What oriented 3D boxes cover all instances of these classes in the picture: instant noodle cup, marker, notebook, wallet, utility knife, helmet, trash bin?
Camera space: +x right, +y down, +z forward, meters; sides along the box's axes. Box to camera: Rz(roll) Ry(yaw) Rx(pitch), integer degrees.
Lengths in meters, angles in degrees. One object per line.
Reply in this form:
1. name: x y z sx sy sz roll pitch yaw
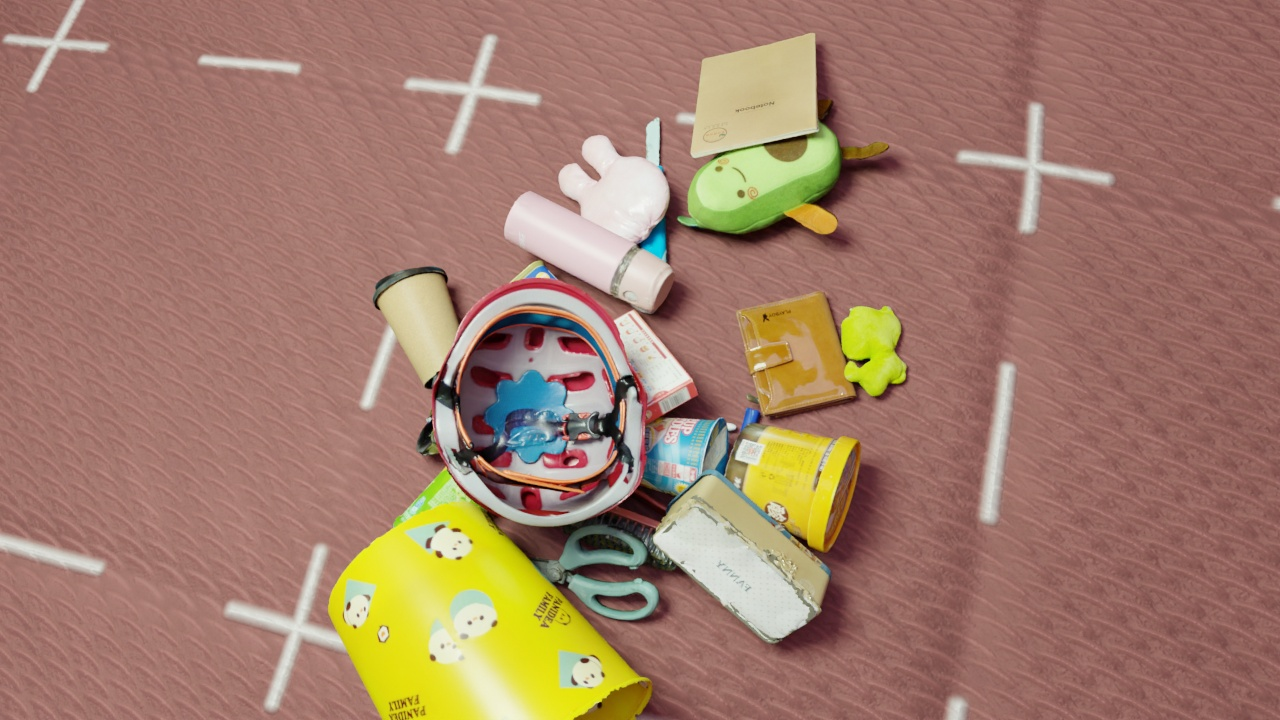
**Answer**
1. instant noodle cup: 0.028 0.102 0.983 0.110 0.099 0.099 8 72 20
2. marker: 0.103 0.121 1.000 0.017 0.017 0.145 15 74 14
3. instant noodle cup: 0.154 0.123 0.943 0.114 0.118 0.118 16 74 22
4. notebook: 0.139 -0.322 1.101 0.148 0.008 0.207 -8 46 18
5. wallet: 0.166 -0.005 1.029 0.119 0.035 0.130 -12 69 -2
6. utility knife: 0.016 -0.205 1.129 0.034 0.018 0.217 -7 69 21
7. helmet: -0.106 0.052 0.925 0.206 0.144 0.239 1 74 -15
8. trash bin: -0.155 0.289 0.883 0.229 0.230 0.255 -41 64 -6

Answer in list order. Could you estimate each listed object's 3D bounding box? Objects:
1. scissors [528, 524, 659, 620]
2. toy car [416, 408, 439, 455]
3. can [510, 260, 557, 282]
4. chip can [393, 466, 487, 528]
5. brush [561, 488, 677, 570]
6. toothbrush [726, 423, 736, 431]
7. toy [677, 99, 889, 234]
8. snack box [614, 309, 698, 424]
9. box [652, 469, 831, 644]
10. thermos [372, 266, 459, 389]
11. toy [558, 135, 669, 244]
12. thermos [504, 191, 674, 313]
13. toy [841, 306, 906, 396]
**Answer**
1. scissors: -0.065 0.210 0.963 0.180 0.019 0.144 7 115 23
2. toy car: -0.196 0.050 1.044 0.158 0.042 0.070 -43 25 8
3. can: -0.124 -0.052 1.079 0.102 0.057 0.083 -42 72 -7
4. chip can: -0.177 0.126 1.016 0.072 0.072 0.221 39 80 19
5. brush: -0.012 0.170 0.979 0.146 0.063 0.069 18 64 14
6. toothbrush: 0.018 0.072 1.033 0.180 0.016 0.016 3 79 11
7. toy: 0.158 -0.226 1.076 0.246 0.090 0.227 -34 59 -8
8. snack box: -0.006 0.006 1.015 0.077 0.027 0.155 -30 41 -7
9. box: 0.095 0.191 0.907 0.184 0.060 0.090 44 126 -1
10. thermos: -0.254 -0.042 1.085 0.093 0.093 0.143 -26 77 0
11. toy: -0.033 -0.203 1.111 0.121 0.054 0.159 -46 62 15
12. thermos: -0.058 -0.119 1.067 0.198 0.087 0.067 28 62 10
13. toy: 0.255 -0.015 1.012 0.096 0.031 0.100 -27 77 -20
